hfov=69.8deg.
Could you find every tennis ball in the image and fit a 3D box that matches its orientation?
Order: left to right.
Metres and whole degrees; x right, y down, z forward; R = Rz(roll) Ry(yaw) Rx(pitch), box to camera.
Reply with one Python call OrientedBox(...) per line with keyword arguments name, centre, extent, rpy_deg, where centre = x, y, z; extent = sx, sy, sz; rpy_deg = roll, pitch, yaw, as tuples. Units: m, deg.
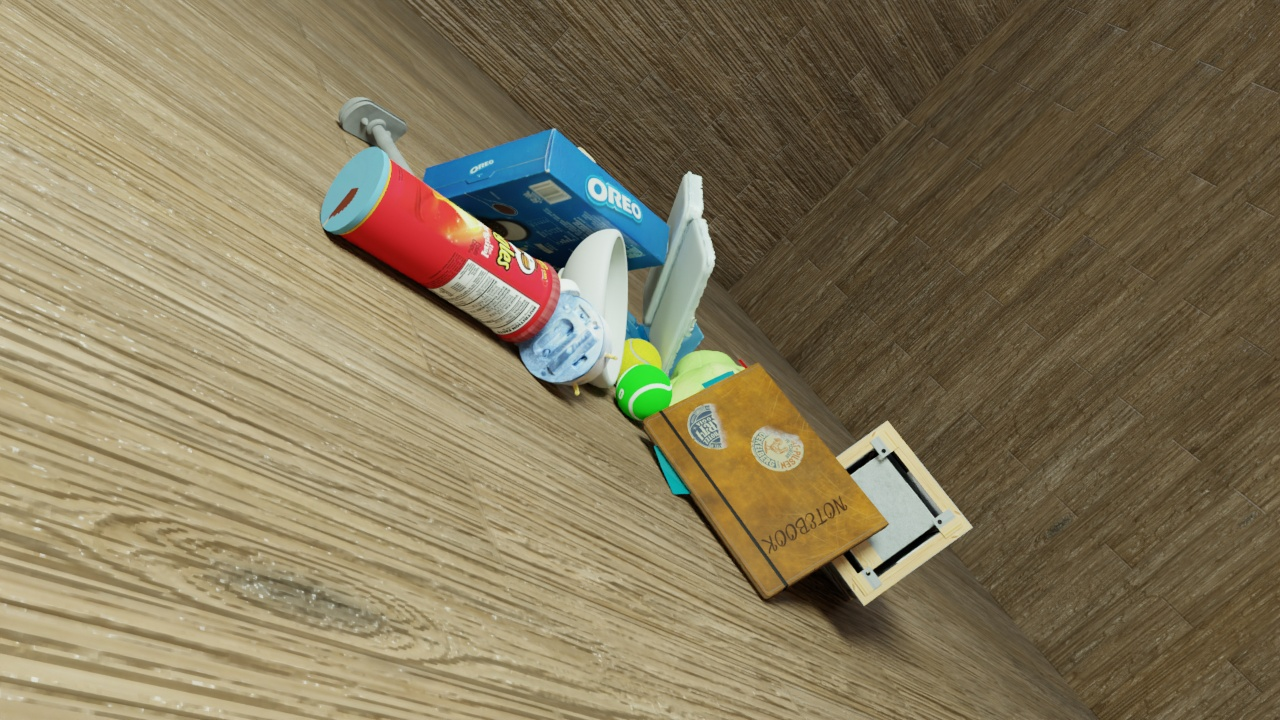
OrientedBox(name="tennis ball", centre=(-0.007, 0.007, 1.122), extent=(0.065, 0.065, 0.065), rpy_deg=(43, 11, -11))
OrientedBox(name="tennis ball", centre=(0.004, 0.037, 1.049), extent=(0.065, 0.065, 0.065), rpy_deg=(43, 11, -11))

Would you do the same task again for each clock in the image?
OrientedBox(name="clock", centre=(-0.081, -0.029, 0.913), extent=(0.125, 0.089, 0.052), rpy_deg=(51, 7, 18))

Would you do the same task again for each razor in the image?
OrientedBox(name="razor", centre=(-0.290, -0.241, 1.066), extent=(0.116, 0.047, 0.088), rpy_deg=(57, 14, 18))

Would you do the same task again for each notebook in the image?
OrientedBox(name="notebook", centre=(0.119, 0.118, 0.986), extent=(0.249, 0.178, 0.014), rpy_deg=(54, -24, 27))

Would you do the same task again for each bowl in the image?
OrientedBox(name="bowl", centre=(-0.059, -0.059, 1.025), extent=(0.066, 0.176, 0.176), rpy_deg=(3, 8, 7))

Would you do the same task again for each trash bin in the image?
OrientedBox(name="trash bin", centre=(0.273, 0.190, 1.107), extent=(0.142, 0.142, 0.247), rpy_deg=(54, 0, 16))

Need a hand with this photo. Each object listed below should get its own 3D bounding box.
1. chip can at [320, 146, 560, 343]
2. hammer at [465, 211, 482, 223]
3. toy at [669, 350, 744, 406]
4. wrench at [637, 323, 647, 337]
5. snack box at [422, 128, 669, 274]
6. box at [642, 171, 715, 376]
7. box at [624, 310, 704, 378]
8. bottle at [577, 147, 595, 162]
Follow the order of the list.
OrientedBox(name="chip can", centre=(-0.174, -0.098, 0.829), extent=(0.213, 0.087, 0.087), rpy_deg=(34, 15, -43))
OrientedBox(name="hammer", centre=(-0.120, -0.083, 1.119), extent=(0.156, 0.043, 0.322), rpy_deg=(48, 8, 17))
OrientedBox(name="toy", centre=(0.085, 0.044, 1.127), extent=(0.197, 0.150, 0.107), rpy_deg=(-141, -135, -83))
OrientedBox(name="wrench", centre=(-0.008, -0.057, 1.499), extent=(0.273, 0.018, 0.073), rpy_deg=(49, 11, 26))
OrientedBox(name="snack box", centre=(-0.109, -0.168, 1.083), extent=(0.238, 0.196, 0.056), rpy_deg=(31, 59, -51))
OrientedBox(name="box", centre=(0.042, -0.105, 1.144), extent=(0.045, 0.210, 0.191), rpy_deg=(8, 46, -14))
OrientedBox(name="box", centre=(0.012, -0.057, 1.313), extent=(0.094, 0.112, 0.231), rpy_deg=(42, 11, -21))
OrientedBox(name="bottle", centre=(-0.127, -0.216, 1.231), extent=(0.059, 0.166, 0.059), rpy_deg=(43, 11, -10))
